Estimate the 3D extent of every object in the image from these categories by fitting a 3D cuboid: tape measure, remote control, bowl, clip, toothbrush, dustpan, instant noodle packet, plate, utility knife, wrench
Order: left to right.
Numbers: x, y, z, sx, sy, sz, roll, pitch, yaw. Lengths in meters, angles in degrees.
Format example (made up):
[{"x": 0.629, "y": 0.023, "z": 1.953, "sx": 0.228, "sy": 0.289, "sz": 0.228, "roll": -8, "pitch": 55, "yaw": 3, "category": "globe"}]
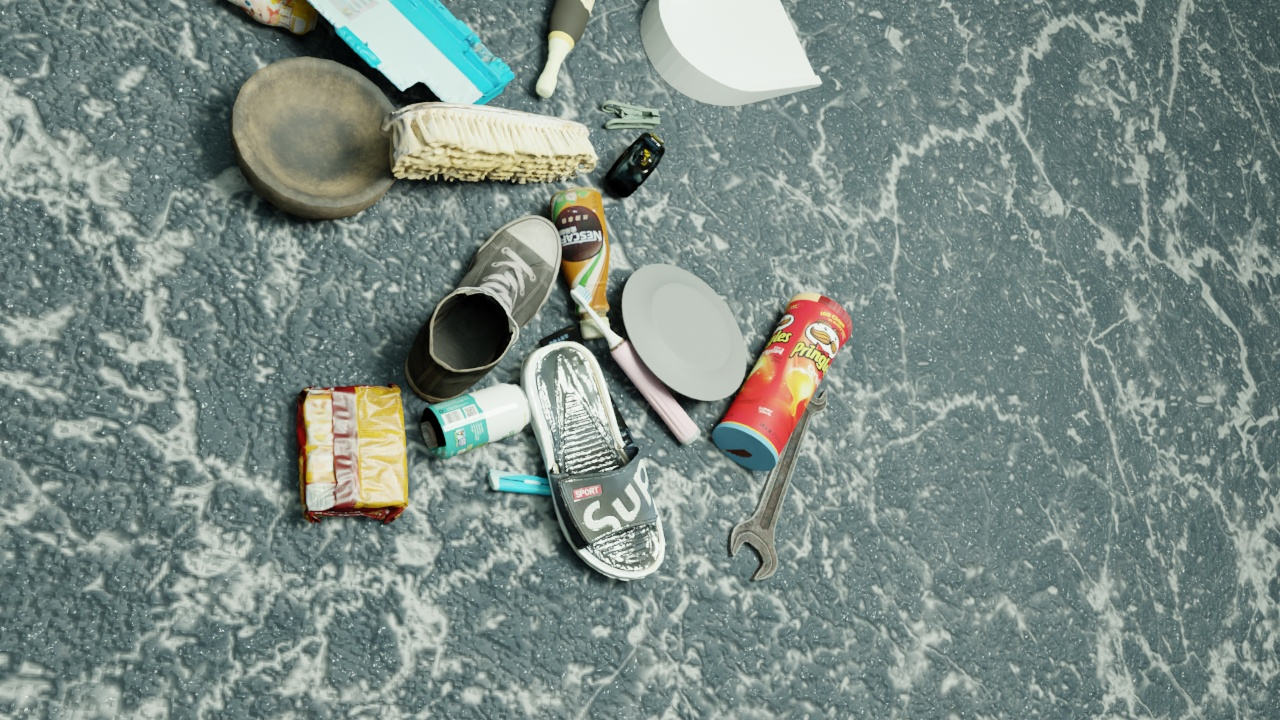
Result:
[{"x": -0.323, "y": -0.213, "z": 0.916, "sx": 0.162, "sy": 0.070, "sz": 0.162, "roll": 8, "pitch": 72, "yaw": -25, "category": "bowl"}, {"x": -0.274, "y": 0.088, "z": 0.872, "sx": 0.098, "sy": 0.040, "sz": 0.135, "roll": 0, "pitch": 74, "yaw": -27, "category": "instant noodle packet"}, {"x": -0.093, "y": 0.132, "z": 0.966, "sx": 0.140, "sy": 0.015, "sz": 0.022, "roll": 10, "pitch": 51, "yaw": -26, "category": "utility knife"}, {"x": -0.060, "y": 0.036, "z": 1.008, "sx": 0.047, "sy": 0.022, "sz": 0.150, "roll": -28, "pitch": 91, "yaw": -31, "category": "remote control"}, {"x": -0.012, "y": -0.300, "z": 1.130, "sx": 0.075, "sy": 0.023, "sz": 0.037, "roll": -4, "pitch": 76, "yaw": -30, "category": "clip"}, {"x": -0.007, "y": -0.228, "z": 1.083, "sx": 0.042, "sy": 0.072, "sz": 0.071, "roll": 41, "pitch": 32, "yaw": -17, "category": "tape measure"}, {"x": -0.006, "y": 0.006, "z": 1.016, "sx": 0.222, "sy": 0.027, "sz": 0.026, "roll": 52, "pitch": 55, "yaw": -18, "category": "toothbrush"}, {"x": 0.056, "y": -0.037, "z": 1.050, "sx": 0.178, "sy": 0.012, "sz": 0.178, "roll": 21, "pitch": 51, "yaw": -28, "category": "plate"}, {"x": 0.123, "y": -0.442, "z": 1.222, "sx": 0.257, "sy": 0.053, "sz": 0.191, "roll": -22, "pitch": 86, "yaw": -30, "category": "dustpan"}, {"x": 0.170, "y": 0.133, "z": 1.102, "sx": 0.070, "sy": 0.010, "sz": 0.272, "roll": 32, "pitch": 63, "yaw": -15, "category": "wrench"}]

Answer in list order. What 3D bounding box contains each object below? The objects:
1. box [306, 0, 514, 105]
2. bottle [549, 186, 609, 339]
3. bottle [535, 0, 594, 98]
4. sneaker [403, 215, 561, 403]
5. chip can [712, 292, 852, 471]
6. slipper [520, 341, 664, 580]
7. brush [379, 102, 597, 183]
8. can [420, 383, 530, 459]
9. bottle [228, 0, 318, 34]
[{"x": -0.253, "y": -0.354, "z": 0.969, "sx": 0.227, "sy": 0.039, "sz": 0.181, "roll": 44, "pitch": 34, "yaw": -11, "category": "box"}, {"x": -0.062, "y": -0.108, "z": 1.028, "sx": 0.059, "sy": 0.059, "sz": 0.167, "roll": -8, "pitch": 88, "yaw": -29, "category": "bottle"}, {"x": -0.092, "y": -0.393, "z": 1.102, "sx": 0.045, "sy": 0.045, "sz": 0.184, "roll": 23, "pitch": 66, "yaw": -20, "category": "bottle"}, {"x": -0.145, "y": -0.066, "z": 0.928, "sx": 0.095, "sy": 0.120, "sz": 0.234, "roll": 43, "pitch": 65, "yaw": -9, "category": "sneaker"}, {"x": 0.171, "y": 0.023, "z": 1.092, "sx": 0.087, "sy": 0.087, "sz": 0.212, "roll": 40, "pitch": 62, "yaw": -11, "category": "chip can"}, {"x": -0.046, "y": 0.103, "z": 0.951, "sx": 0.111, "sy": 0.063, "sz": 0.263, "roll": -17, "pitch": 83, "yaw": -27, "category": "slipper"}, {"x": -0.150, "y": -0.225, "z": 0.961, "sx": 0.270, "sy": 0.083, "sz": 0.056, "roll": -10, "pitch": 81, "yaw": -52, "category": "brush"}, {"x": -0.166, "y": 0.060, "z": 0.926, "sx": 0.101, "sy": 0.055, "sz": 0.055, "roll": -19, "pitch": 84, "yaw": -30, "category": "can"}, {"x": -0.384, "y": -0.378, "z": 0.939, "sx": 0.109, "sy": 0.063, "sz": 0.063, "roll": 13, "pitch": 70, "yaw": -23, "category": "bottle"}]
